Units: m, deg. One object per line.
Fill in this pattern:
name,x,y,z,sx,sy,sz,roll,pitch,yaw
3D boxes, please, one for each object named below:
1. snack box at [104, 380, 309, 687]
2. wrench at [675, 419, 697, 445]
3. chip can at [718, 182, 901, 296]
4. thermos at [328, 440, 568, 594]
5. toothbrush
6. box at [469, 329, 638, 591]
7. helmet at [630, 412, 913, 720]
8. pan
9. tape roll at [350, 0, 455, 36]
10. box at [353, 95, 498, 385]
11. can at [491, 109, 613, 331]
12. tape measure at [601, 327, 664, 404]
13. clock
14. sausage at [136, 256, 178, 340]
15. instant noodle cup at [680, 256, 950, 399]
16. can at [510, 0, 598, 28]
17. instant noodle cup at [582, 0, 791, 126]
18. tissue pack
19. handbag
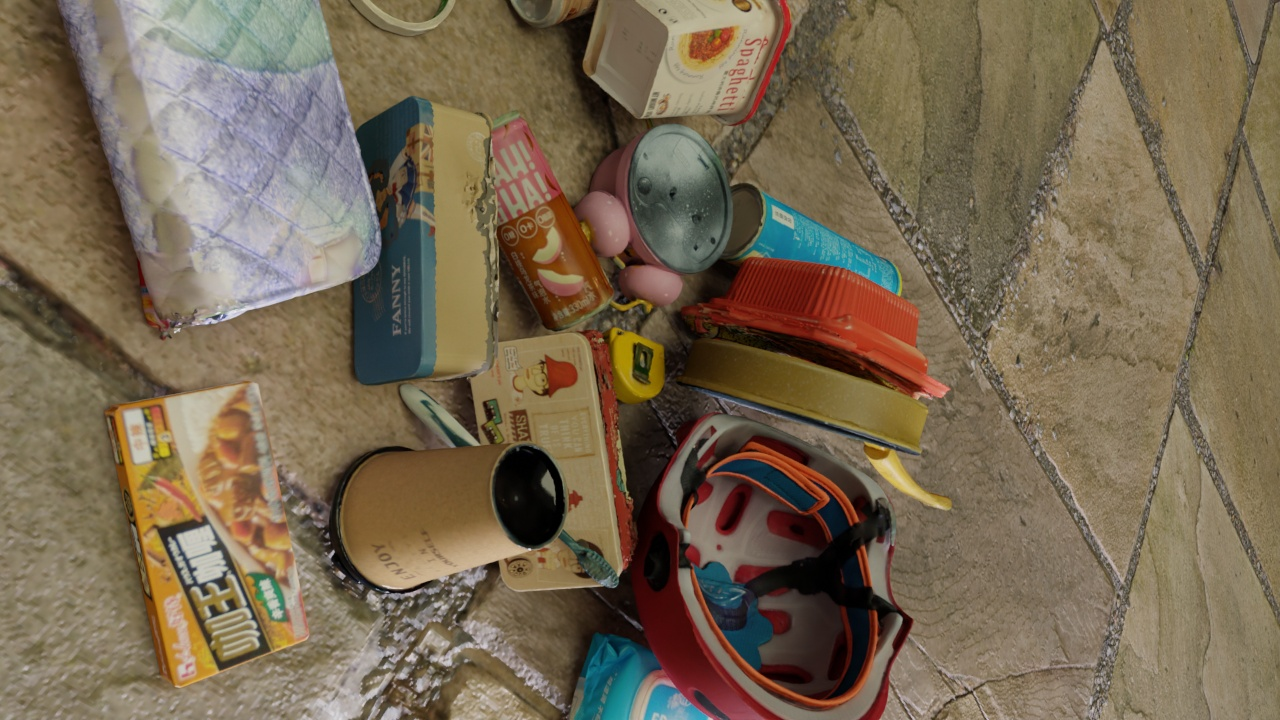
snack box,-0.238,0.093,0.508,0.075,0.026,0.154,-14,97,-41
wrench,0.076,0.180,0.796,0.056,0.016,0.273,-24,104,-41
chip can,0.153,-0.093,0.847,0.210,0.071,0.071,18,75,-39
thermos,-0.116,0.090,0.550,0.093,0.144,0.093,21,62,-47
toothbrush,-0.086,0.080,0.590,0.191,0.018,0.016,42,89,5
box,-0.053,0.065,0.630,0.076,0.091,0.168,-24,106,-75
helmet,0.081,0.173,0.682,0.207,0.144,0.239,22,49,-19
pan,0.179,0.065,0.778,0.357,0.198,0.078,19,88,-41
tape roll,-0.162,-0.261,0.609,0.085,0.014,0.085,3,86,-42
box,-0.134,-0.064,0.570,0.059,0.090,0.184,6,78,-43
can,-0.075,-0.095,0.641,0.057,0.058,0.147,-39,109,-37
tape measure,-0.004,0.004,0.717,0.060,0.029,0.057,22,55,-39
clock,0.006,-0.109,0.722,0.117,0.060,0.158,47,57,-31
sausage,-0.266,-0.088,0.498,0.020,0.020,0.156,-5,91,-42
instant noodle cup,0.147,-0.029,0.753,0.164,0.189,0.079,20,87,-41
can,-0.043,-0.292,0.689,0.116,0.059,0.058,-36,111,-38
instant noodle cup,0.032,-0.243,0.701,0.124,0.117,0.116,-24,60,-37
tissue pack,0.009,0.266,0.696,0.140,0.063,0.089,32,66,-36
handbag,-0.222,-0.124,0.490,0.133,0.076,0.194,-34,115,-61
